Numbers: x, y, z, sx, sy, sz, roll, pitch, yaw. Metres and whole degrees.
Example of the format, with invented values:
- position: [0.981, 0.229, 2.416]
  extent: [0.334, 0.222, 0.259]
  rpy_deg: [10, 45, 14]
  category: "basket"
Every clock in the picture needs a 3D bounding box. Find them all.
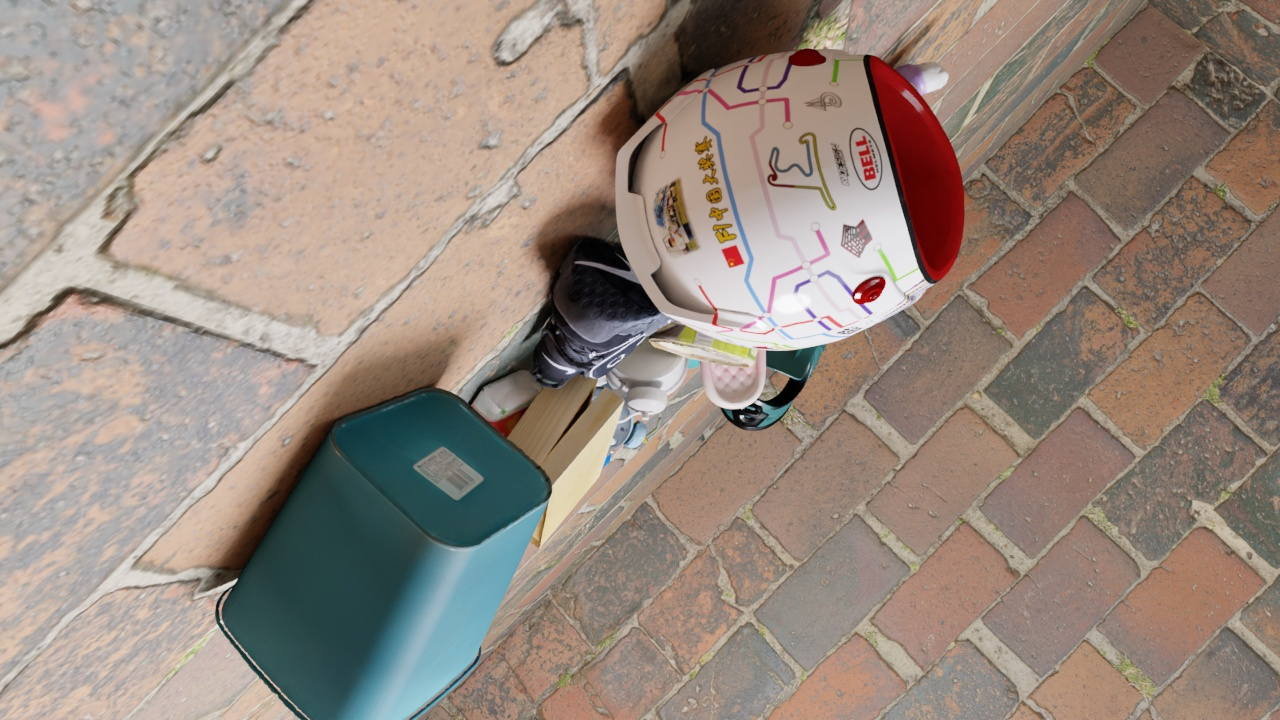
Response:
- position: [-0.007, 0.006, 1.082]
  extent: [0.159, 0.120, 0.061]
  rpy_deg: [-52, 165, -19]
  category: "clock"
- position: [-0.036, 0.064, 1.132]
  extent: [0.051, 0.124, 0.089]
  rpy_deg: [-65, 157, -66]
  category: "clock"

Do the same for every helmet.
- position: [0.206, -0.026, 1.472]
  extent: [0.273, 0.176, 0.201]
  rpy_deg: [-67, 171, -47]
  category: "helmet"
- position: [0.115, -0.124, 0.747]
  extent: [0.237, 0.231, 0.313]
  rpy_deg: [-15, -179, 30]
  category: "helmet"

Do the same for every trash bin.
- position: [-0.204, 0.161, 0.775]
  extent: [0.219, 0.196, 0.198]
  rpy_deg: [-58, 165, 26]
  category: "trash bin"

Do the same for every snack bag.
- position: [-0.156, 0.065, 0.953]
  extent: [0.116, 0.036, 0.076]
  rpy_deg: [-52, 167, 32]
  category: "snack bag"

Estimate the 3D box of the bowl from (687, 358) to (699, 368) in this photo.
- position: [0.054, -0.053, 1.187]
  extent: [0.046, 0.121, 0.121]
  rpy_deg: [10, 137, -26]
  category: "bowl"

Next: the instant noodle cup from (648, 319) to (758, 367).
- position: [0.076, -0.051, 1.003]
  extent: [0.146, 0.146, 0.098]
  rpy_deg: [33, 70, -78]
  category: "instant noodle cup"

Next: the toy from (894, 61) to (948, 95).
- position: [0.289, -0.293, 1.135]
  extent: [0.208, 0.085, 0.138]
  rpy_deg: [-40, 166, -29]
  category: "toy"

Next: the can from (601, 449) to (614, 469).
- position: [-0.113, 0.160, 1.330]
  extent: [0.146, 0.079, 0.079]
  rpy_deg: [-46, 169, 5]
  category: "can"

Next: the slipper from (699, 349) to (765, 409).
- position: [0.113, -0.048, 1.113]
  extent: [0.106, 0.222, 0.055]
  rpy_deg: [-8, -168, -11]
  category: "slipper"

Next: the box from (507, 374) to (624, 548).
- position: [-0.095, 0.116, 1.018]
  extent: [0.127, 0.092, 0.250]
  rpy_deg: [-60, 175, -27]
  category: "box"

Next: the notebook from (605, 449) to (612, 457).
- position: [-0.157, 0.158, 1.207]
  extent: [0.215, 0.034, 0.190]
  rpy_deg: [-47, 146, 6]
  category: "notebook"

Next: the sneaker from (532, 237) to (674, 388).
- position: [-0.055, -0.028, 0.851]
  extent: [0.151, 0.097, 0.252]
  rpy_deg: [-46, 174, 15]
  category: "sneaker"
